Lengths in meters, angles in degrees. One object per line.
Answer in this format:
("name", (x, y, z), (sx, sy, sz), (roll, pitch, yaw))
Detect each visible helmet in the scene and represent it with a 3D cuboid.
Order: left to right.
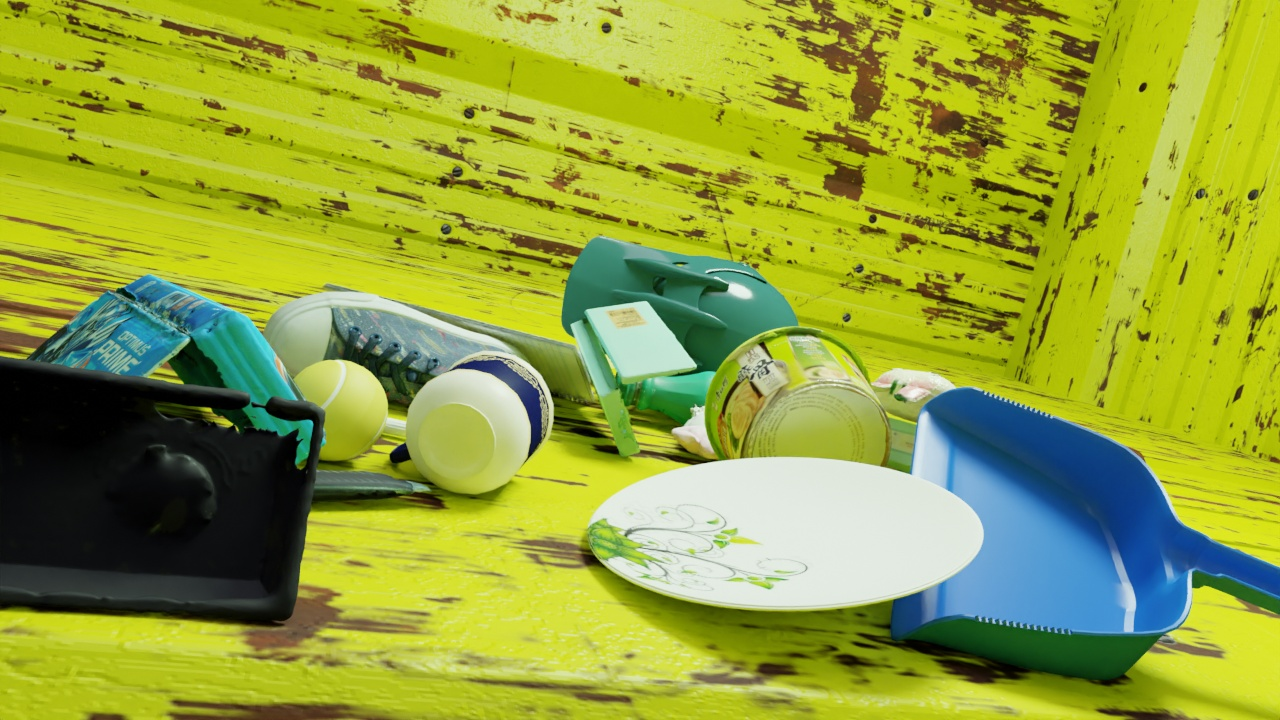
("helmet", (0.050, -0.038, 1.052), (0.275, 0.176, 0.200), (19, -6, -1))

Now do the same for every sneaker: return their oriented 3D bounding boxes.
("sneaker", (-0.194, 0.002, 0.778), (0.235, 0.087, 0.079), (13, 12, -27))

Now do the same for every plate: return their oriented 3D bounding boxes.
("plate", (0.083, 0.108, 0.552), (0.229, 0.030, 0.229), (-3, 12, 1))

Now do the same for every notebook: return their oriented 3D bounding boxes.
("notebook", (-0.171, -0.014, 0.917), (0.246, 0.013, 0.178), (14, -17, 8))

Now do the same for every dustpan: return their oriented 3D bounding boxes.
("dustpan", (0.300, 0.124, 0.573), (0.258, 0.060, 0.244), (23, 35, 7))

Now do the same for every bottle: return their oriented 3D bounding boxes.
("bottle", (0.074, 0.046, 0.950), (0.209, 0.068, 0.068), (12, 8, -5))

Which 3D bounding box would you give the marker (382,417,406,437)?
("marker", (-0.234, 0.039, 0.678), (0.132, 0.014, 0.014), (12, 8, -5))

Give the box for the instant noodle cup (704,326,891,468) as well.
("instant noodle cup", (0.130, 0.053, 0.745), (0.146, 0.146, 0.097), (12, 19, -12))

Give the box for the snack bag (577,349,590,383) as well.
("snack bag", (-0.115, 0.000, 1.010), (0.116, 0.036, 0.077), (14, -14, 17))

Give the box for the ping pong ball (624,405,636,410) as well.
("ping pong ball", (-0.014, 0.034, 0.993), (0.040, 0.040, 0.040), (13, 8, -2))

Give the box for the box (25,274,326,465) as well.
("box", (-0.297, 0.019, 0.551), (0.115, 0.094, 0.244), (-39, 30, -26))

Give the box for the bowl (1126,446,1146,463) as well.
("bowl", (0.326, 0.126, 0.718), (0.147, 0.068, 0.147), (-6, -28, -3))

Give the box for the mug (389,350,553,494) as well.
("mug", (-0.120, 0.047, 0.603), (0.112, 0.085, 0.089), (-22, 6, 9))

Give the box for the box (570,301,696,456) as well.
("box", (-0.003, 0.003, 0.849), (0.093, 0.077, 0.188), (-22, 23, -3))

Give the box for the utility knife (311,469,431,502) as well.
("utility knife", (-0.195, 0.069, 0.500), (0.172, 0.020, 0.029), (6, 11, -39))

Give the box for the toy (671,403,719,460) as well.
("toy", (0.072, 0.074, 0.855), (0.096, 0.041, 0.108), (16, 14, 27))

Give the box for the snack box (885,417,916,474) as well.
("snack box", (0.249, 0.088, 0.853), (0.194, 0.044, 0.141), (16, -10, 39))

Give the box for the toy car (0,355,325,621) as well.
("toy car", (-0.236, 0.051, 0.375), (0.191, 0.094, 0.071), (10, -13, -22))

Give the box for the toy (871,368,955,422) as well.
("toy", (0.246, 0.035, 0.811), (0.112, 0.050, 0.087), (18, -4, -30))

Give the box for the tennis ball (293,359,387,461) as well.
("tennis ball", (-0.197, 0.032, 0.591), (0.065, 0.065, 0.065), (13, 8, -2))
